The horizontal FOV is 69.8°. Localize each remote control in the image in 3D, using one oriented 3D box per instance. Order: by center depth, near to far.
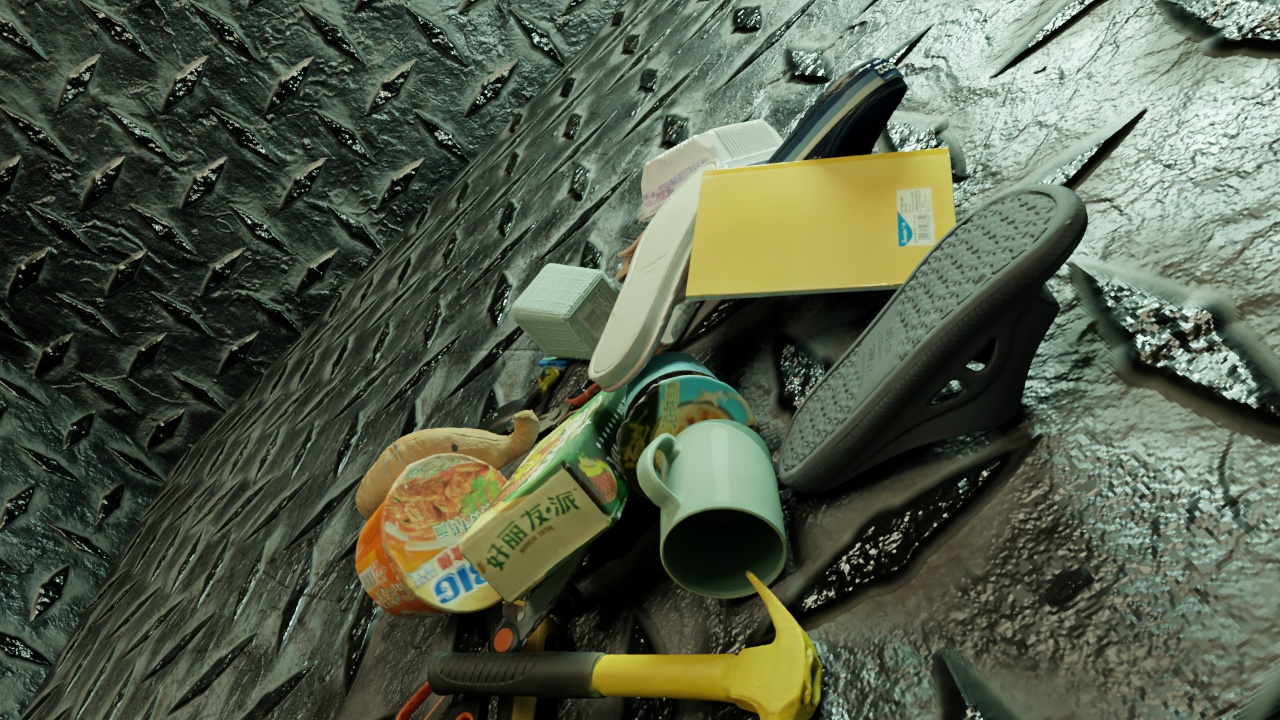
[{"bbox_3d":[-0.188,0.088,1.131,0.137,0.024,0.053,-40,20,29],"label":"remote control"}]

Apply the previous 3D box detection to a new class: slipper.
[{"bbox_3d":[0.190,0.003,0.584,0.269,0.083,0.110,-53,11,37],"label":"slipper"},{"bbox_3d":[0.030,-0.077,0.818,0.114,0.054,0.273,-30,29,48],"label":"slipper"},{"bbox_3d":[0.162,-0.158,0.845,0.104,0.095,0.254,-21,-24,-47],"label":"slipper"}]

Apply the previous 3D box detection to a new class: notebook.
[{"bbox_3d":[0.143,-0.110,0.734,0.206,0.010,0.145,-3,54,16],"label":"notebook"}]

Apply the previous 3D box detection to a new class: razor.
[{"bbox_3d":[-0.082,0.237,0.716,0.068,0.062,0.167,-8,42,11],"label":"razor"},{"bbox_3d":[-0.123,0.042,1.085,0.043,0.022,0.142,-6,32,25],"label":"razor"}]

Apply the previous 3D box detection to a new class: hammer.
[{"bbox_3d":[-0.024,0.205,0.600,0.301,0.033,0.128,-12,39,32],"label":"hammer"}]

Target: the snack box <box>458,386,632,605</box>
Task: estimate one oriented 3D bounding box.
[{"bbox_3d":[-0.059,0.099,0.771,0.115,0.063,0.239,-40,5,16],"label":"snack box"}]

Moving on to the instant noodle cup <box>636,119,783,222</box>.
[{"bbox_3d":[0.079,-0.211,0.995,0.138,0.060,0.173,-20,6,42],"label":"instant noodle cup"}]

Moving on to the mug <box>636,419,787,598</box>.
[{"bbox_3d":[0.044,0.091,0.636,0.082,0.111,0.106,-47,21,27],"label":"mug"}]

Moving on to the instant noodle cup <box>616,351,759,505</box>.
[{"bbox_3d":[0.032,0.047,0.749,0.111,0.111,0.120,-44,15,9],"label":"instant noodle cup"}]

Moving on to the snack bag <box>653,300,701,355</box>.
[{"bbox_3d":[0.035,-0.042,0.959,0.104,0.026,0.048,-58,12,-23],"label":"snack bag"}]

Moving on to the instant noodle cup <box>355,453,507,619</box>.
[{"bbox_3d":[-0.198,0.178,0.885,0.112,0.151,0.151,-35,26,46],"label":"instant noodle cup"}]

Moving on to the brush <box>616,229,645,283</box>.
[{"bbox_3d":[0.023,-0.114,1.017,0.063,0.073,0.146,-12,-6,-36],"label":"brush"}]

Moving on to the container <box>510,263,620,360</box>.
[{"bbox_3d":[-0.076,-0.056,1.081,0.112,0.090,0.089,9,57,53],"label":"container"}]

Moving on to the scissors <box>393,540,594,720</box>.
[{"bbox_3d":[-0.098,0.231,0.685,0.235,0.021,0.125,-38,46,13],"label":"scissors"}]

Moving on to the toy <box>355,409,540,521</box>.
[{"bbox_3d":[-0.209,0.119,0.985,0.227,0.143,0.082,-36,52,26],"label":"toy"}]

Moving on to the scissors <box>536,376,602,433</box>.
[{"bbox_3d":[-0.076,0.051,1.021,0.214,0.015,0.197,-48,24,3],"label":"scissors"}]
